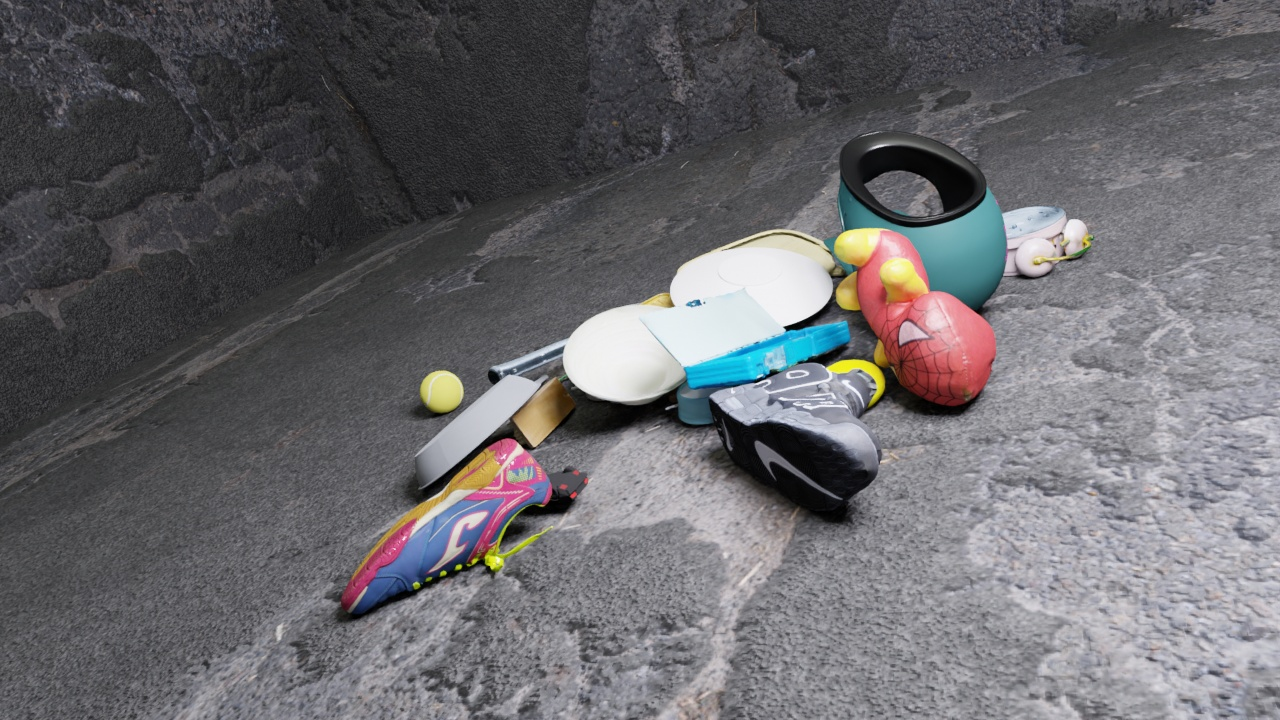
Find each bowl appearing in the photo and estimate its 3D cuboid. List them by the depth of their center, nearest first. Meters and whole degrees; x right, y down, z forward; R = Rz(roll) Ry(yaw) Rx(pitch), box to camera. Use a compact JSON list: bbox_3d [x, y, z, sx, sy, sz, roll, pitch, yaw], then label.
[{"bbox_3d":[-0.007,0.007,1.163,0.177,0.058,0.176,-5,43,5],"label":"bowl"}]

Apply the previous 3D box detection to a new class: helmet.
[{"bbox_3d":[0.331,-0.152,1.141,0.176,0.200,0.274,-24,42,-6],"label":"helmet"}]

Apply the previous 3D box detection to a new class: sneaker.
[{"bbox_3d":[0.182,0.057,0.885,0.150,0.097,0.253,-28,16,-16],"label":"sneaker"},{"bbox_3d":[-0.194,0.188,0.938,0.242,0.091,0.116,-40,16,-1],"label":"sneaker"}]

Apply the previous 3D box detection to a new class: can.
[{"bbox_3d":[0.020,-0.052,1.367,0.099,0.059,0.054,-29,39,-28],"label":"can"}]

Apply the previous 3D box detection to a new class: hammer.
[{"bbox_3d":[-0.094,-0.030,1.391,0.325,0.036,0.141,-25,11,-37],"label":"hammer"}]

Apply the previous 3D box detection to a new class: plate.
[{"bbox_3d":[0.155,-0.117,1.298,0.229,0.030,0.229,-5,35,3],"label":"plate"}]

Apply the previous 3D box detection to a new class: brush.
[{"bbox_3d":[-0.133,0.071,1.218,0.039,0.049,0.116,-28,11,34],"label":"brush"}]

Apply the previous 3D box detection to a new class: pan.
[{"bbox_3d":[-0.194,0.064,1.232,0.201,0.051,0.355,-38,7,20],"label":"pan"}]

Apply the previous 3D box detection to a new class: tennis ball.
[{"bbox_3d":[-0.305,0.048,1.410,0.065,0.065,0.065,-17,20,6],"label":"tennis ball"}]

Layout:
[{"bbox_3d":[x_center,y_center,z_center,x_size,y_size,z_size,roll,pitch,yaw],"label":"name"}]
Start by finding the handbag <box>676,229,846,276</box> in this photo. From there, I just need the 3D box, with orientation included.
[{"bbox_3d":[0.184,-0.120,1.401,0.232,0.089,0.191,-31,38,-31],"label":"handbag"}]

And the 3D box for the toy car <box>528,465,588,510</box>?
[{"bbox_3d":[-0.097,0.145,1.006,0.092,0.036,0.042,-17,19,38],"label":"toy car"}]

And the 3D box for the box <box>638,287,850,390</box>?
[{"bbox_3d":[0.126,-0.019,1.103,0.171,0.070,0.242,23,24,32],"label":"box"}]

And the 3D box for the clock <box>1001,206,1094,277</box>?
[{"bbox_3d":[0.513,-0.154,1.202,0.116,0.059,0.158,-27,21,-18],"label":"clock"}]

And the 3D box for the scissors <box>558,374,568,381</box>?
[{"bbox_3d":[-0.081,0.002,1.378,0.125,0.011,0.130,-32,7,-2],"label":"scissors"}]

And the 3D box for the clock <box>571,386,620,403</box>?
[{"bbox_3d":[-0.025,0.010,1.260,0.119,0.061,0.159,-34,23,-35],"label":"clock"}]

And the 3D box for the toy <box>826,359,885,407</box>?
[{"bbox_3d":[0.222,0.031,1.007,0.094,0.041,0.095,-27,21,-8],"label":"toy"}]

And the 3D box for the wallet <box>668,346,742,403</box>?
[{"bbox_3d":[0.089,0.015,1.193,0.099,0.027,0.121,-16,19,13],"label":"wallet"}]

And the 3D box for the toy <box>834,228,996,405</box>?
[{"bbox_3d":[0.285,-0.044,0.956,0.099,0.147,0.216,-31,54,-1],"label":"toy"}]

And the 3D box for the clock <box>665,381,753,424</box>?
[{"bbox_3d":[0.097,0.047,1.091,0.123,0.042,0.087,-5,24,22],"label":"clock"}]
